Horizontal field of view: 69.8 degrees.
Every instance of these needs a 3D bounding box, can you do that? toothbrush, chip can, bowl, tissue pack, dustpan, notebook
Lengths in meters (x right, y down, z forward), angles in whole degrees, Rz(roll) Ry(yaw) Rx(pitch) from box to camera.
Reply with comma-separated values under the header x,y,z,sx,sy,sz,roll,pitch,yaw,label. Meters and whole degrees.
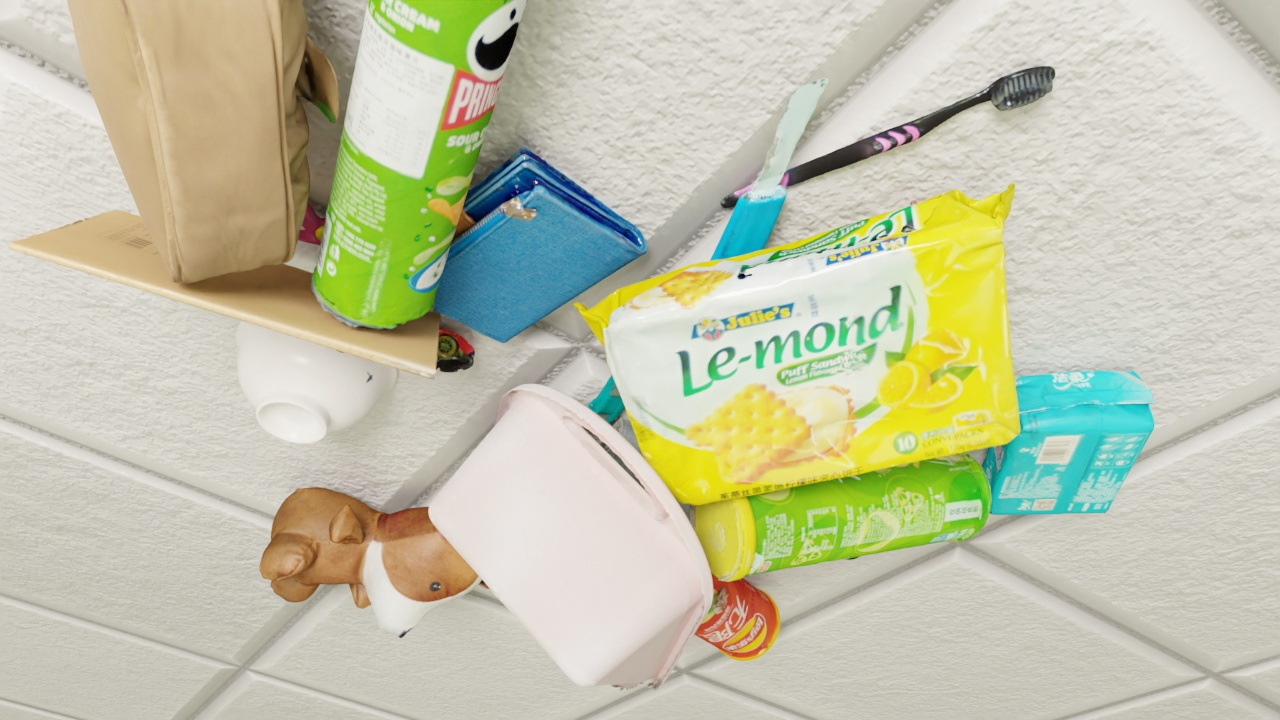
x,y,z,sx,sy,sz,roll,pitch,yaw,label
0.128,-0.116,0.502,0.190,0.017,0.014,-18,133,27,toothbrush
0.148,0.106,0.655,0.221,0.072,0.073,-3,143,-24,chip can
-0.110,-0.122,0.452,0.072,0.072,0.237,18,128,-13,chip can
-0.243,0.020,0.665,0.118,0.064,0.118,3,138,3,bowl
0.302,0.064,0.662,0.093,0.050,0.134,-2,139,5,tissue pack
-0.033,0.129,0.678,0.222,0.139,0.273,43,177,13,dustpan
0.053,0.206,0.811,0.073,0.073,0.216,-16,144,23,chip can
-0.218,-0.042,0.528,0.207,0.148,0.008,18,101,-16,notebook

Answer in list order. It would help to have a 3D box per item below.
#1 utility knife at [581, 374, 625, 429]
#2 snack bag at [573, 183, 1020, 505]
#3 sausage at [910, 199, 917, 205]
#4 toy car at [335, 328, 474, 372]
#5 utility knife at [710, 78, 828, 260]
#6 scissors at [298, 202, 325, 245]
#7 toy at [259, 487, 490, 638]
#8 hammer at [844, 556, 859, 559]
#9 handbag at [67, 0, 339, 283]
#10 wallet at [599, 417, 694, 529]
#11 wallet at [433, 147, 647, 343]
x,y,z,sx,sy,sz,roll,pitch,yaw,label
-0.004,0.004,0.656,0.029,0.013,0.176,10,140,-22,utility knife
0.101,-0.003,0.543,0.247,0.068,0.158,-14,126,11,snack bag
0.179,-0.040,0.581,0.020,0.020,0.156,-6,137,14,sausage
-0.166,-0.016,0.637,0.106,0.031,0.049,18,158,-25,toy car
0.064,-0.076,0.545,0.034,0.018,0.219,-2,144,-19,utility knife
-0.178,-0.070,0.593,0.134,0.017,0.133,-22,136,28,scissors
-0.224,0.176,0.805,0.199,0.130,0.140,3,156,-12,toy
0.121,0.072,0.694,0.129,0.032,0.301,-24,135,12,hammer
-0.206,-0.141,0.431,0.099,0.147,0.205,-17,149,-30,handbag
0.018,0.105,0.752,0.129,0.036,0.107,22,136,-17,wallet
-0.079,-0.065,0.567,0.133,0.040,0.106,-30,139,32,wallet
